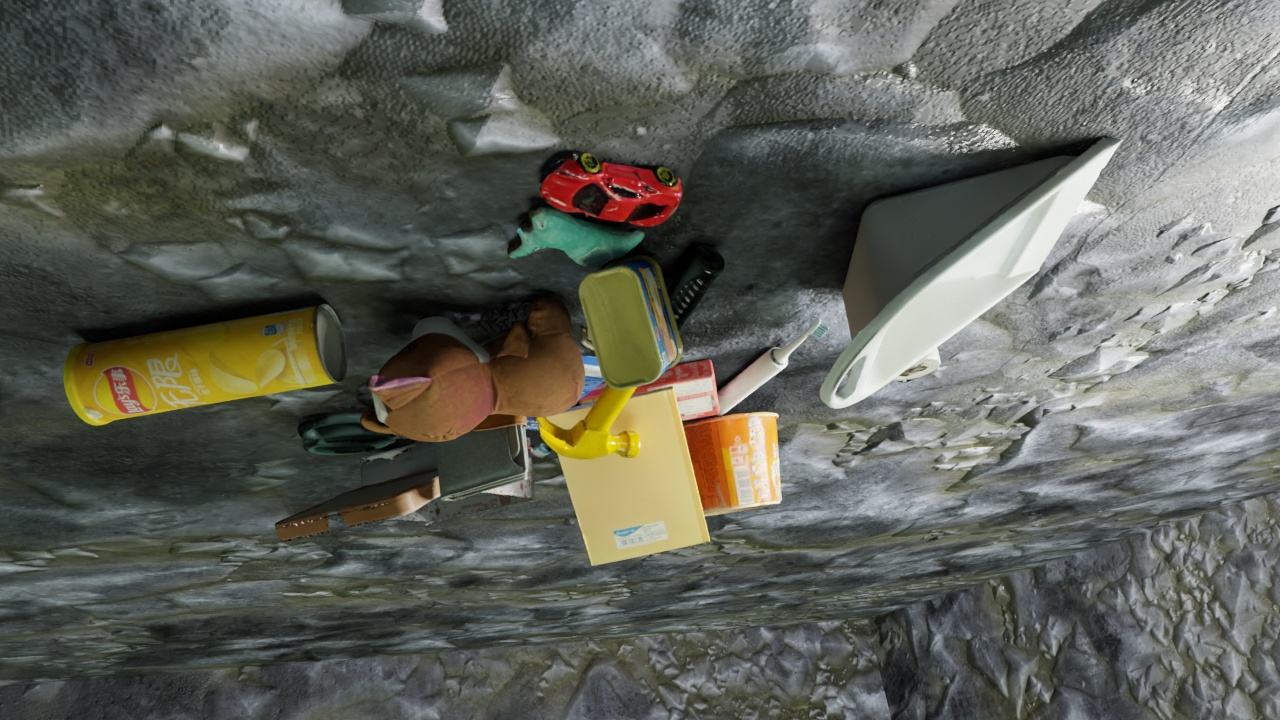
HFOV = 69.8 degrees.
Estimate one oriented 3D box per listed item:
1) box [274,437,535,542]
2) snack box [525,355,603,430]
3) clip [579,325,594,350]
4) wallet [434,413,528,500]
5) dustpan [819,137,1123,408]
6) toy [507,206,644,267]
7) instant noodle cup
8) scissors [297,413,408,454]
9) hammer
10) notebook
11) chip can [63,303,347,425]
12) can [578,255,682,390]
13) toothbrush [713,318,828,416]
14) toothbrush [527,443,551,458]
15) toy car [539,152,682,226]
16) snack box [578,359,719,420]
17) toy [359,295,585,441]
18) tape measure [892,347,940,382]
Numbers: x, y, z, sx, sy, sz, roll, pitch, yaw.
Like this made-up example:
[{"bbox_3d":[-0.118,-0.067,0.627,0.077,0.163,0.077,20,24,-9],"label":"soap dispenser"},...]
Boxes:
[{"bbox_3d":[-0.254,0.140,1.029,0.179,0.102,0.260,-15,164,24],"label":"box"},{"bbox_3d":[-0.111,0.034,0.989,0.084,0.026,0.158,8,151,-33],"label":"snack box"},{"bbox_3d":[-0.020,-0.005,0.927,0.101,0.035,0.097,4,152,-18],"label":"clip"},{"bbox_3d":[-0.161,0.064,0.912,0.107,0.129,0.037,-18,158,19],"label":"wallet"},{"bbox_3d":[0.272,-0.051,0.799,0.258,0.142,0.223,-8,156,2],"label":"dustpan"},{"bbox_3d":[-0.059,-0.096,0.721,0.091,0.030,0.097,18,152,-38],"label":"toy"},{"bbox_3d":[0.108,0.134,1.151,0.151,0.111,0.151,-9,168,-2],"label":"instant noodle cup"},{"bbox_3d":[-0.304,0.092,1.060,0.185,0.019,0.130,7,152,-30],"label":"scissors"},{"bbox_3d":[-0.005,0.005,0.875,0.128,0.032,0.302,4,140,-29],"label":"hammer"},{"bbox_3d":[-0.012,0.135,1.038,0.146,0.010,0.206,-13,113,5],"label":"notebook"},{"bbox_3d":[-0.364,0.002,0.778,0.213,0.072,0.072,-10,156,0],"label":"chip can"},{"bbox_3d":[-0.008,-0.032,0.754,0.057,0.102,0.083,-14,-174,14],"label":"can"},{"bbox_3d":[0.138,0.009,1.024,0.026,0.026,0.222,35,143,-8],"label":"toothbrush"},{"bbox_3d":[-0.154,0.084,1.035,0.017,0.016,0.187,-23,153,19],"label":"toothbrush"},{"bbox_3d":[-0.022,-0.122,0.671,0.106,0.031,0.049,7,151,-27],"label":"toy car"},{"bbox_3d":[0.010,0.043,1.033,0.153,0.025,0.075,-11,141,3],"label":"snack box"},{"bbox_3d":[-0.151,0.009,0.817,0.199,0.130,0.140,-23,160,-23],"label":"toy"},{"bbox_3d":[0.307,-0.002,1.050,0.065,0.033,0.066,10,150,-40],"label":"tape measure"}]
